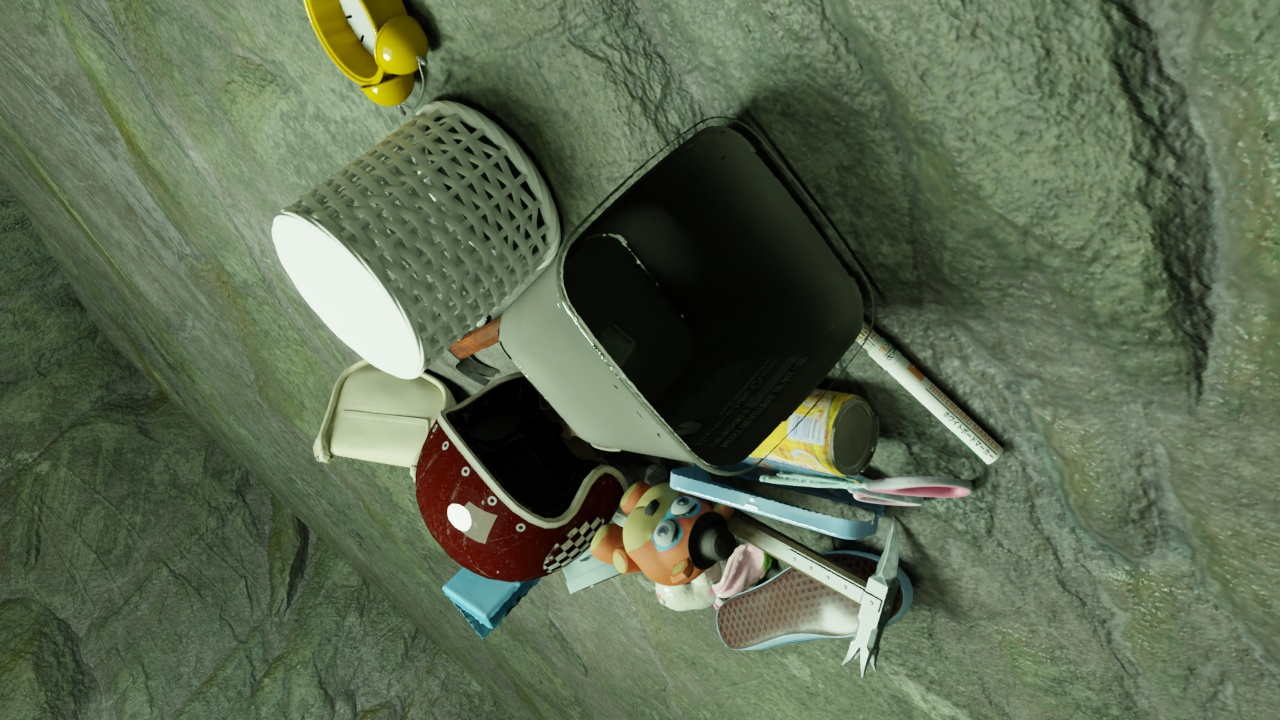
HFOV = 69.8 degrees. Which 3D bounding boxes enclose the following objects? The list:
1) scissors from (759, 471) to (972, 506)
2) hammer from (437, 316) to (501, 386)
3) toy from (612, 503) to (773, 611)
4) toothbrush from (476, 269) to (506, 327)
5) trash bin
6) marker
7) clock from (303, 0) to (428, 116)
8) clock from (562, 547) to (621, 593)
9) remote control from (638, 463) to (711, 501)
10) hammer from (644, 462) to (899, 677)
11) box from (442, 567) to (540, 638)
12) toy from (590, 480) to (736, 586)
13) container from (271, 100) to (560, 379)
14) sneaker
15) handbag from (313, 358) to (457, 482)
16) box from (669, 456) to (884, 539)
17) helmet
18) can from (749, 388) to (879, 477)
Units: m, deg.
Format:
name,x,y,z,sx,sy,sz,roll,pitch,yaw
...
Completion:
name,x,y,z,sx,sy,sz,roll,pitch,yaw
scissors,0.165,0.103,0.732,0.179,0.016,0.108,4,162,-13
hammer,-0.180,-0.028,1.071,0.111,0.028,0.301,44,154,-16
toy,0.041,0.228,1.060,0.205,0.105,0.131,30,144,23
toothbrush,-0.168,-0.073,1.040,0.013,0.012,0.168,38,151,-3
trash bin,0.012,-0.032,0.697,0.197,0.197,0.221,50,156,-11
marker,0.208,0.020,0.677,0.145,0.017,0.017,43,151,3
clock,-0.243,-0.296,0.822,0.152,0.051,0.114,53,150,-3
clock,-0.040,0.259,1.187,0.159,0.122,0.045,102,147,-76
remote control,0.049,0.146,1.040,0.125,0.009,0.046,13,137,44
hammer,0.117,0.170,0.927,0.317,0.028,0.147,23,107,42
box,-0.129,0.256,1.179,0.094,0.230,0.110,21,144,37
toy,0.029,0.175,0.929,0.176,0.112,0.096,7,140,44
container,-0.204,-0.111,0.854,0.189,0.186,0.190,31,149,21
sneaker,0.191,0.246,0.948,0.242,0.098,0.083,-32,64,45
handbag,-0.350,0.105,1.340,0.229,0.183,0.132,4,136,27
box,0.126,0.110,0.860,0.210,0.069,0.064,12,95,40
helmet,-0.124,0.128,1.037,0.233,0.253,0.234,43,168,34
can,0.135,0.055,0.761,0.105,0.067,0.068,9,134,46
